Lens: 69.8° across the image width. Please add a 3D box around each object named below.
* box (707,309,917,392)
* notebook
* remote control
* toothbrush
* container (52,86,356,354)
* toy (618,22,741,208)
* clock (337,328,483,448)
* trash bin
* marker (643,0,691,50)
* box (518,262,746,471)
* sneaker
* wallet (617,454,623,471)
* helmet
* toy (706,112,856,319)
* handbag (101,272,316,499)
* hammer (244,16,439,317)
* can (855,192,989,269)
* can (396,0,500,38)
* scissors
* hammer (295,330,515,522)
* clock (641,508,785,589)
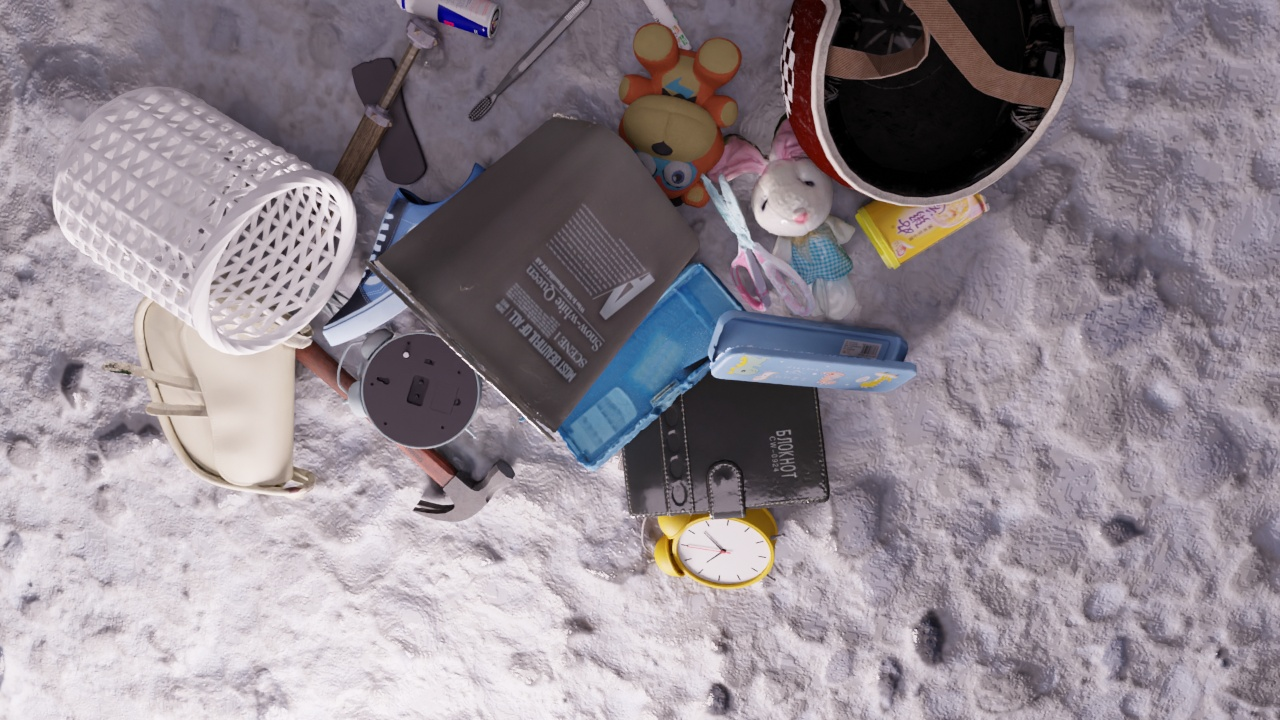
[{"bbox_3d":[0.170,0.005,0.889,0.210,0.064,0.069,7,119,-18],"label":"box"},{"bbox_3d":[0.082,0.078,0.950,0.209,0.029,0.169,-7,82,12],"label":"notebook"},{"bbox_3d":[-0.251,-0.239,0.923,0.046,0.009,0.124,-11,107,11],"label":"remote control"},{"bbox_3d":[-0.109,-0.291,0.889,0.167,0.013,0.013,-41,99,15],"label":"toothbrush"},{"bbox_3d":[-0.402,-0.132,0.863,0.187,0.189,0.190,31,110,13],"label":"container"},{"bbox_3d":[0.031,-0.219,0.856,0.112,0.096,0.176,14,129,7],"label":"toy"},{"bbox_3d":[-0.242,0.026,0.975,0.159,0.045,0.122,17,93,-3],"label":"clock"},{"bbox_3d":[-0.088,-0.085,0.827,0.220,0.197,0.197,-46,124,-7],"label":"trash bin"},{"bbox_3d":[0.002,-0.350,0.852,0.017,0.017,0.145,-32,102,15],"label":"marker"},{"bbox_3d":[-0.006,0.005,0.900,0.232,0.110,0.094,-41,75,12],"label":"box"},{"bbox_3d":[-0.238,-0.114,0.927,0.241,0.083,0.098,-34,103,8],"label":"sneaker"},{"bbox_3d":[0.042,0.107,0.997,0.123,0.019,0.072,21,109,0],"label":"wallet"},{"bbox_3d":[0.216,-0.245,0.734,0.233,0.253,0.234,8,123,-1],"label":"helmet"},{"bbox_3d":[0.146,-0.127,0.864,0.131,0.105,0.205,-19,103,15],"label":"toy"},{"bbox_3d":[-0.440,0.036,0.965,0.184,0.131,0.229,13,115,11],"label":"handbag"},{"bbox_3d":[-0.290,-0.203,0.921,0.147,0.028,0.318,37,112,2],"label":"hammer"},{"bbox_3d":[0.263,-0.140,0.863,0.105,0.067,0.067,-33,102,15],"label":"can"},{"bbox_3d":[-0.182,-0.336,0.870,0.095,0.032,0.032,18,109,1],"label":"can"},{"bbox_3d":[0.113,-0.107,0.859,0.108,0.016,0.179,22,148,42],"label":"scissors"},{"bbox_3d":[-0.287,0.064,1.019,0.300,0.028,0.111,43,107,-8],"label":"hammer"},{"bbox_3d":[0.076,0.195,0.996,0.152,0.051,0.114,8,125,5],"label":"clock"}]
